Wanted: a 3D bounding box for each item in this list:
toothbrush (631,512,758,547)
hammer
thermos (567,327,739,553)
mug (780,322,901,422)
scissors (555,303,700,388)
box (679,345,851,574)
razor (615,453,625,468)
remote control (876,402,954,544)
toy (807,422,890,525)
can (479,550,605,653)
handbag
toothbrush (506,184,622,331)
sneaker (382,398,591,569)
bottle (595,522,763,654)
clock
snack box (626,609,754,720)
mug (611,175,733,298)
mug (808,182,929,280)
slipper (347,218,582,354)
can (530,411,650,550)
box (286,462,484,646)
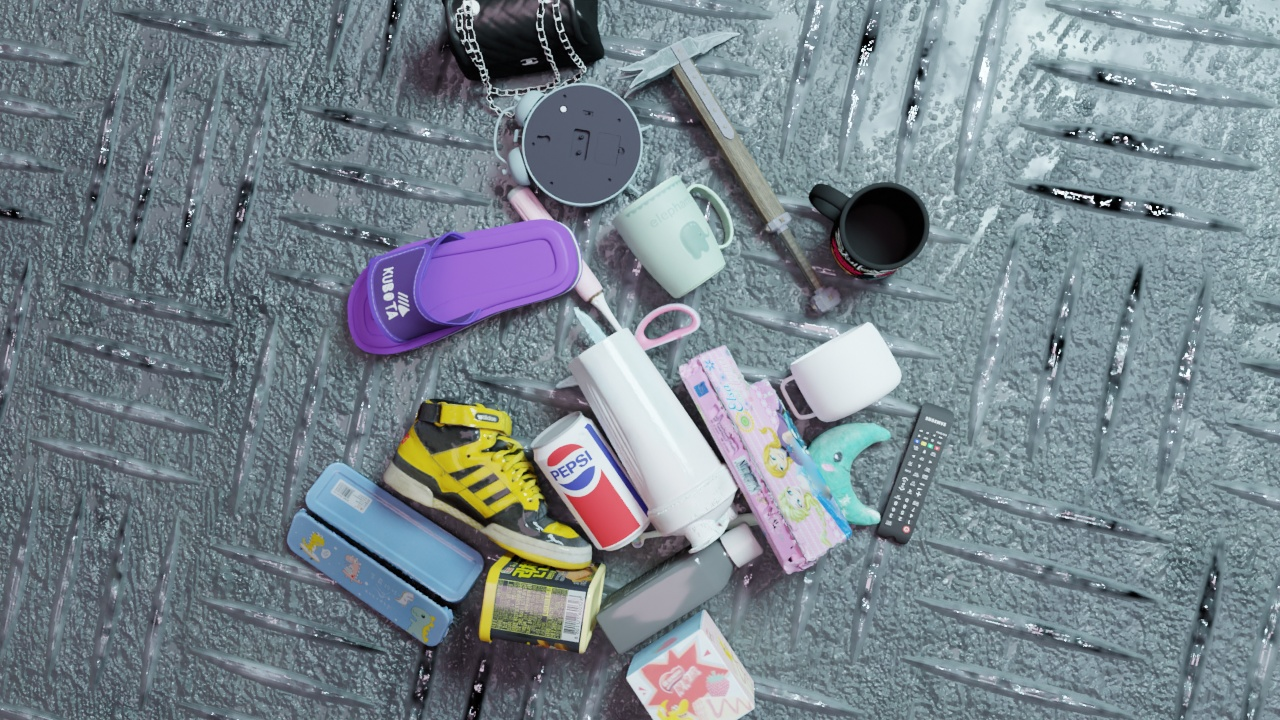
[{"bbox_3d":[0.065,0.174,0.958,0.155,0.015,0.022,-11,123,7],"label":"toothbrush"},{"bbox_3d":[0.116,-0.188,0.938,0.146,0.028,0.317,-32,91,-19],"label":"hammer"},{"bbox_3d":[0.017,0.077,0.909,0.099,0.099,0.220,-32,88,5],"label":"thermos"},{"bbox_3d":[0.194,0.018,0.908,0.116,0.094,0.068,-31,87,28],"label":"mug"},{"bbox_3d":[-0.006,0.012,0.953,0.171,0.013,0.177,-23,99,13],"label":"scissors"},{"bbox_3d":[0.126,0.090,0.904,0.071,0.084,0.230,-30,81,19],"label":"box"},{"bbox_3d":[-0.028,0.104,0.967,0.144,0.022,0.042,12,90,7],"label":"razor"},{"bbox_3d":[0.279,0.115,0.932,0.033,0.015,0.147,20,92,6],"label":"remote control"},{"bbox_3d":[0.207,0.112,0.932,0.085,0.033,0.105,8,93,6],"label":"toy"},{"bbox_3d":[-0.094,0.238,0.920,0.101,0.130,0.072,8,90,4],"label":"can"},{"bbox_3d":[-0.119,-0.322,0.927,0.154,0.125,0.114,-4,89,6],"label":"handbag"},{"bbox_3d":[-0.067,-0.093,0.970,0.027,0.026,0.222,-38,87,24],"label":"toothbrush"},{"bbox_3d":[-0.141,0.116,0.945,0.238,0.086,0.122,23,96,10],"label":"sneaker"},{"bbox_3d":[0.043,0.223,0.927,0.174,0.083,0.046,-33,86,5],"label":"bottle"},{"bbox_3d":[-0.072,-0.223,0.950,0.159,0.045,0.122,10,94,-2],"label":"clock"},{"bbox_3d":[0.052,0.323,0.926,0.093,0.079,0.094,-34,85,5],"label":"snack box"},{"bbox_3d":[0.044,-0.130,0.936,0.111,0.084,0.104,-37,94,-23],"label":"mug"},{"bbox_3d":[0.217,-0.134,0.899,0.118,0.098,0.082,35,93,6],"label":"mug"},{"bbox_3d":[-0.197,-0.079,0.940,0.267,0.084,0.107,-14,91,13],"label":"slipper"},{"bbox_3d":[-0.049,0.123,0.930,0.070,0.070,0.132,-33,101,5],"label":"can"},{"bbox_3d":[-0.278,0.209,0.986,0.209,0.043,0.125,32,92,7],"label":"box"}]
